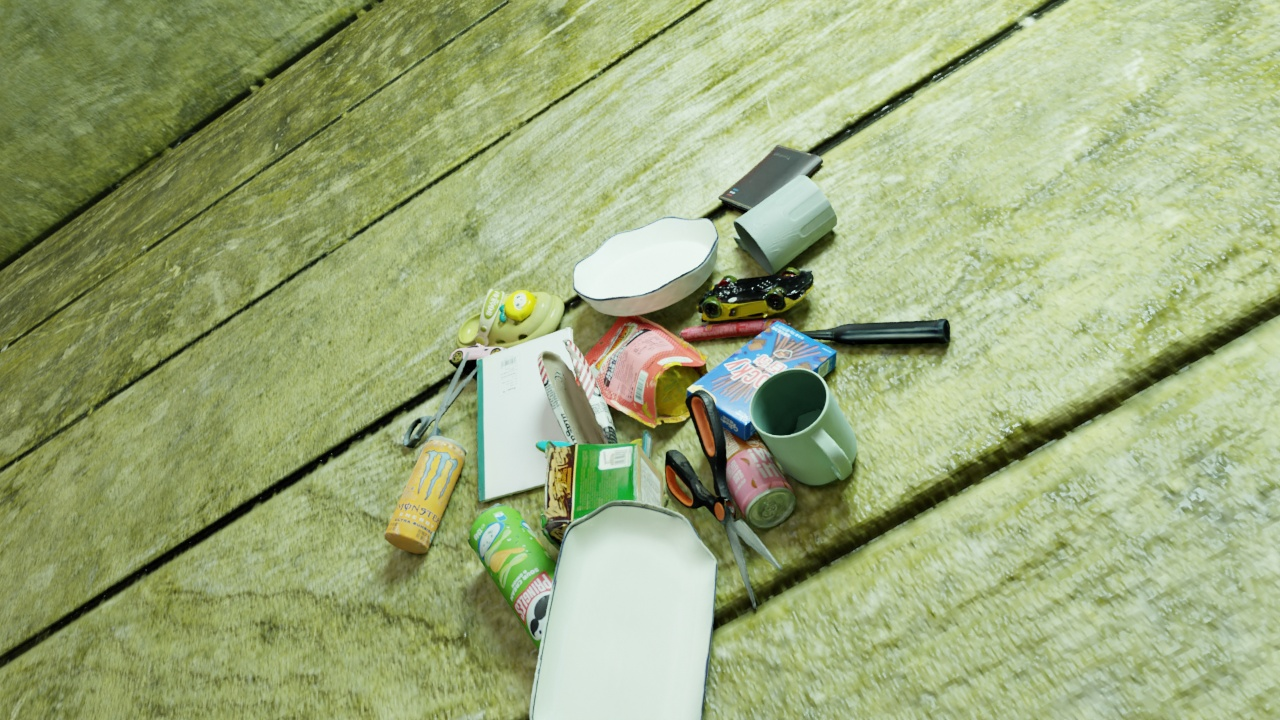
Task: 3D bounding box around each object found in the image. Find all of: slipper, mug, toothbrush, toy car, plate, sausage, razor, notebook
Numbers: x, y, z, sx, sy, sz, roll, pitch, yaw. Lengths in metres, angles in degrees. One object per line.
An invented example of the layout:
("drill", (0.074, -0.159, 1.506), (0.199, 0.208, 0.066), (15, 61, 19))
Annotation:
("slipper", (-0.202, -0.057, 1.324), (0.191, 0.081, 0.091), (-12, 50, 30))
("mug", (0.174, 0.078, 0.916), (0.082, 0.106, 0.111), (-39, 41, -2))
("toothbrush", (0.237, -0.028, 1.028), (0.213, 0.026, 0.027), (-2, 86, 37))
("toy car", (-0.217, 0.000, 1.301), (0.123, 0.056, 0.037), (-2, 59, 33))
("plate", (0.010, -0.124, 1.223), (0.205, 0.045, 0.204), (-16, 32, 10))
("mug", (0.178, -0.175, 1.169), (0.103, 0.083, 0.124), (-37, 17, 0))
("plate", (-0.014, 0.266, 0.878), (0.162, 0.034, 0.265), (12, 61, -7))
("sausage", (0.114, -0.038, 1.128), (0.156, 0.020, 0.020), (-5, 51, 32))
("toy car", (0.140, -0.077, 1.119), (0.156, 0.041, 0.071), (-7, 29, 34))
("razor", (-0.054, 0.101, 1.047), (0.132, 0.028, 0.043), (1, 55, 5))
("notebook", (-0.148, 0.068, 1.185), (0.151, 0.012, 0.208), (-18, 60, 20))

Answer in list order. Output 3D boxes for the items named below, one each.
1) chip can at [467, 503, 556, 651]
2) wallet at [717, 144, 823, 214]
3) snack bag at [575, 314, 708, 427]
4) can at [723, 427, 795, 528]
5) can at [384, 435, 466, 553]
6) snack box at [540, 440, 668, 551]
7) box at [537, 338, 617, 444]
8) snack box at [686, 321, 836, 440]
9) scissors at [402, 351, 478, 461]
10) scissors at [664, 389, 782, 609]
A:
("chip can", (-0.113, 0.248, 0.994), (0.072, 0.072, 0.236), (-44, 41, -6))
("wallet", (0.179, -0.248, 1.270), (0.122, 0.020, 0.096), (-43, 41, -8))
("snack bag", (-0.007, 0.007, 1.144), (0.128, 0.073, 0.208), (-54, 37, -6))
("can", (0.108, 0.107, 0.973), (0.058, 0.058, 0.147), (-34, 42, 5))
("can", (-0.276, 0.173, 1.185), (0.058, 0.058, 0.145), (-5, 51, 32))
("snack box", (-0.036, 0.149, 0.998), (0.106, 0.117, 0.118), (-16, 49, 17))
("box", (-0.082, 0.057, 1.117), (0.079, 0.074, 0.163), (-26, 68, -2))
("snack box", (0.134, 0.019, 1.006), (0.156, 0.026, 0.084), (-35, 49, -30))
("scissors", (-0.277, 0.075, 1.273), (0.160, 0.014, 0.171), (-20, 56, 39))
("scissors", (0.079, 0.139, 0.945), (0.224, 0.021, 0.221), (164, 98, -65))
